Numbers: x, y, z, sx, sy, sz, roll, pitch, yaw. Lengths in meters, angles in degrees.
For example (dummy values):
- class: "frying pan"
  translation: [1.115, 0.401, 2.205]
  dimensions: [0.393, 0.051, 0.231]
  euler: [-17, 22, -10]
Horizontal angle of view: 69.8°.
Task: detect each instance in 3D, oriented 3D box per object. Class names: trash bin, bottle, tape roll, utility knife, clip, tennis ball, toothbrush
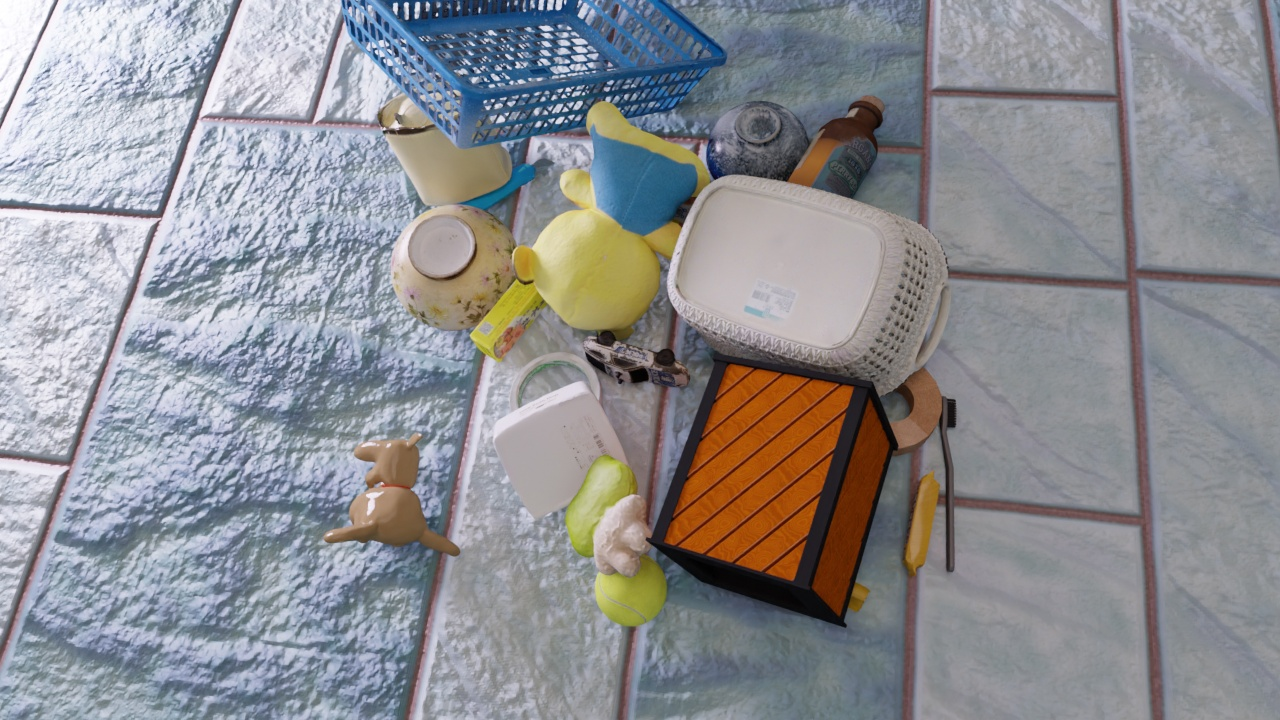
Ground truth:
- class: "trash bin"
  translation: [0.120, 0.111, 0.789]
  dimensions: [0.140, 0.140, 0.171]
  euler: [11, 69, 29]
- class: "bottle"
  translation: [0.209, -0.212, 0.964]
  dimensions: [0.068, 0.068, 0.156]
  euler: [28, 74, 17]
- class: "tape roll"
  translation: [-0.086, 0.038, 0.930]
  dimensions: [0.094, 0.018, 0.093]
  euler: [-3, 68, 7]
- class: "tape roll"
  translation: [0.238, 0.043, 0.880]
  dimensions: [0.094, 0.027, 0.093]
  euler: [-3, 68, 6]
- class: "utility knife"
  translation: [-0.172, -0.181, 1.030]
  dimensions: [0.174, 0.015, 0.031]
  euler: [-33, 71, -4]
- class: "clip"
  translation: [0.182, 0.195, 0.828]
  dimensions: [0.054, 0.047, 0.046]
  euler: [24, 98, 17]
- class: "tennis ball"
  translation: [-0.008, 0.206, 0.827]
  dimensions: [0.065, 0.065, 0.065]
  euler: [-3, 68, 6]
- class: "toothbrush"
  translation: [0.287, 0.113, 0.854]
  dimensions: [0.013, 0.013, 0.167]
  euler: [6, 69, 1]

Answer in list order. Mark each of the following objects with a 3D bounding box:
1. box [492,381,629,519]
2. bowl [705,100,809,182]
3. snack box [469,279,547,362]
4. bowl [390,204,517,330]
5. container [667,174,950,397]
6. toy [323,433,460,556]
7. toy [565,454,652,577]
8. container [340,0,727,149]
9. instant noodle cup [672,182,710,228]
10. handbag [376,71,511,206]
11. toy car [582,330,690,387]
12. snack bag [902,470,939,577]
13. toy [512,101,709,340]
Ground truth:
- class: "box"
  translation: [-0.077, 0.081, 0.886]
  dimensions: [0.107, 0.095, 0.102]
  euler: [-26, 105, 0]
- class: "bowl"
  translation: [0.126, -0.239, 0.990]
  dimensions: [0.114, 0.061, 0.114]
  euler: [-3, 67, 7]
- class: "snack box"
  translation: [-0.118, -0.067, 0.964]
  dimensions: [0.029, 0.040, 0.147]
  euler: [33, 76, 18]
- class: "bowl"
  translation: [-0.204, -0.109, 0.972]
  dimensions: [0.145, 0.063, 0.145]
  euler: [-1, 75, 4]
- class: "container"
  translation: [0.146, -0.074, 0.851]
  dimensions: [0.252, 0.143, 0.185]
  euler: [21, 95, 28]
- class: "toy"
  translation: [-0.238, 0.130, 0.877]
  dimensions: [0.106, 0.134, 0.108]
  euler: [-24, 59, 44]
- class: "toy"
  translation: [-0.024, 0.140, 0.801]
  dimensions: [0.092, 0.043, 0.118]
  euler: [-60, 37, 9]
- class: "container"
  translation: [-0.115, -0.335, 0.962]
  dimensions: [0.361, 0.089, 0.257]
  euler: [-24, 61, -41]
- class: "instant noodle cup"
  translation: [0.014, -0.178, 0.966]
  dimensions: [0.112, 0.100, 0.100]
  euler: [24, 73, 8]
- class: "handbag"
  translation: [-0.212, -0.239, 0.996]
  dimensions: [0.111, 0.119, 0.081]
  euler: [-19, 56, 4]
- class: "toy car"
  translation: [-0.005, 0.005, 0.916]
  dimensions: [0.113, 0.048, 0.040]
  euler: [16, 69, 13]
- class: "snack bag"
  translation: [0.256, 0.148, 0.837]
  dimensions: [0.020, 0.026, 0.099]
  euler: [14, 72, 12]
- class: "toy"
  translation: [-0.030, -0.127, 0.897]
  dimensions: [0.149, 0.084, 0.214]
  euler: [29, 102, -1]
